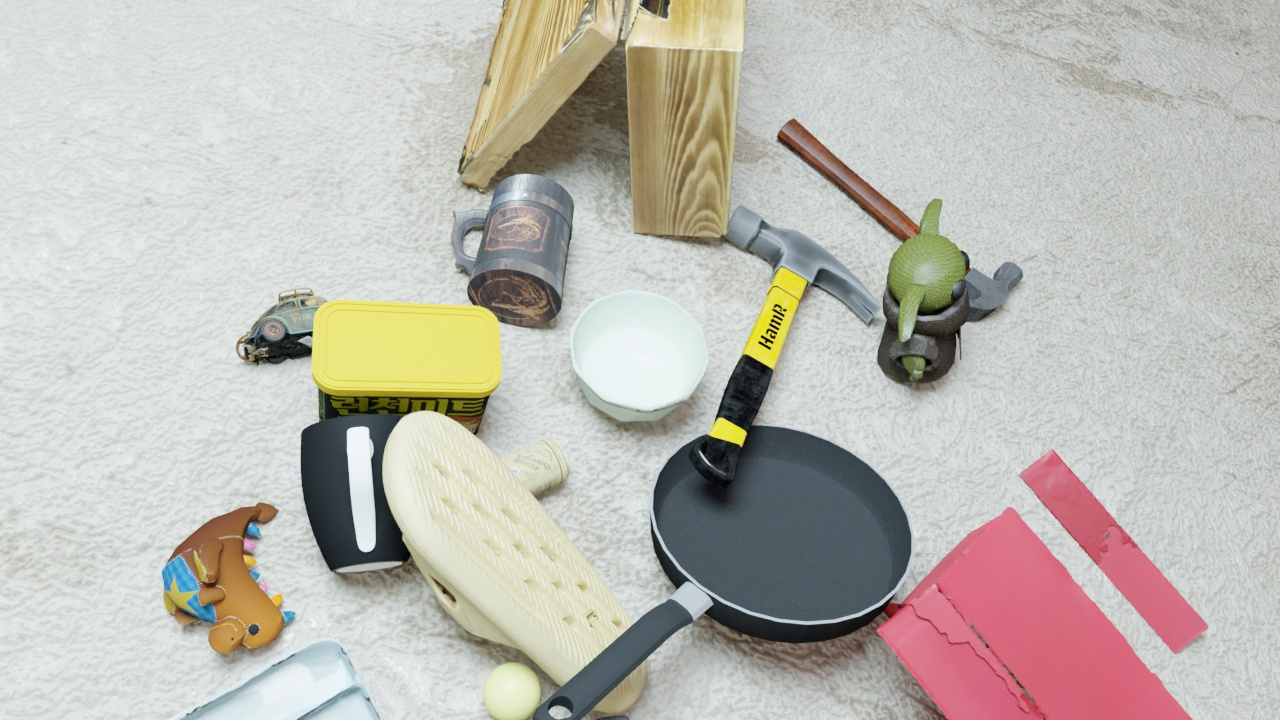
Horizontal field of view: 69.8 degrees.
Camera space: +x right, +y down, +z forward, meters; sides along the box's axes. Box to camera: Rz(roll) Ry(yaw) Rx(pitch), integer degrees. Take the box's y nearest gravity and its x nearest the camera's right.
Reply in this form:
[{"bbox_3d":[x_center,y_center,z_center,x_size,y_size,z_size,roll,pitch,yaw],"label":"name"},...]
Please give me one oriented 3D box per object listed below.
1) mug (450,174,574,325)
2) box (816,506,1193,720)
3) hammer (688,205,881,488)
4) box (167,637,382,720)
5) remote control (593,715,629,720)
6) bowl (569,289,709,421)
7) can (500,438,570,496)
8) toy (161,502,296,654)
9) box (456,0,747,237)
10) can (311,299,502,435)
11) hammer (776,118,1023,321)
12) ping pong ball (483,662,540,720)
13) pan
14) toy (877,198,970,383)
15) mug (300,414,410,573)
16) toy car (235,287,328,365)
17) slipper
[{"bbox_3d":[-0.118,-0.096,0.801,0.116,0.080,0.107,-1,57,11],"label":"mug"},{"bbox_3d":[0.176,0.315,0.636,0.466,0.138,0.214,-33,77,-23],"label":"box"},{"bbox_3d":[0.114,-0.011,0.819,0.170,0.034,0.323,30,47,-1],"label":"hammer"},{"bbox_3d":[-0.239,0.297,0.561,0.208,0.038,0.190,-29,82,-29],"label":"box"},{"bbox_3d":[-0.063,0.278,0.626,0.124,0.009,0.046,-9,62,-9],"label":"remote control"},{"bbox_3d":[-0.005,0.005,0.779,0.117,0.061,0.117,4,57,-7],"label":"bowl"},{"bbox_3d":[-0.097,0.092,0.716,0.079,0.038,0.038,-23,71,-28],"label":"can"},{"bbox_3d":[-0.270,0.147,0.631,0.090,0.071,0.102,48,34,-4],"label":"toy"},{"bbox_3d":[-0.030,-0.310,0.846,0.264,0.270,0.278,6,59,3],"label":"box"},{"bbox_3d":[-0.179,0.013,0.695,0.130,0.101,0.072,2,61,-18],"label":"can"},{"bbox_3d":[0.267,-0.156,0.985,0.300,0.028,0.110,42,57,8],"label":"hammer"},{"bbox_3d":[-0.089,0.231,0.638,0.040,0.040,0.040,8,59,-14],"label":"ping pong ball"},{"bbox_3d":[0.057,0.161,0.671,0.204,0.044,0.354,32,45,29],"label":"pan"},{"bbox_3d":[0.268,-0.050,0.860,0.078,0.153,0.178,10,53,19],"label":"toy"},{"bbox_3d":[-0.192,0.092,0.638,0.084,0.119,0.100,-4,73,-16],"label":"mug"},{"bbox_3d":[-0.262,-0.031,0.724,0.111,0.047,0.047,-12,71,-24],"label":"toy car"},{"bbox_3d":[-0.099,0.155,0.642,0.261,0.079,0.111,49,24,-14],"label":"slipper"}]
